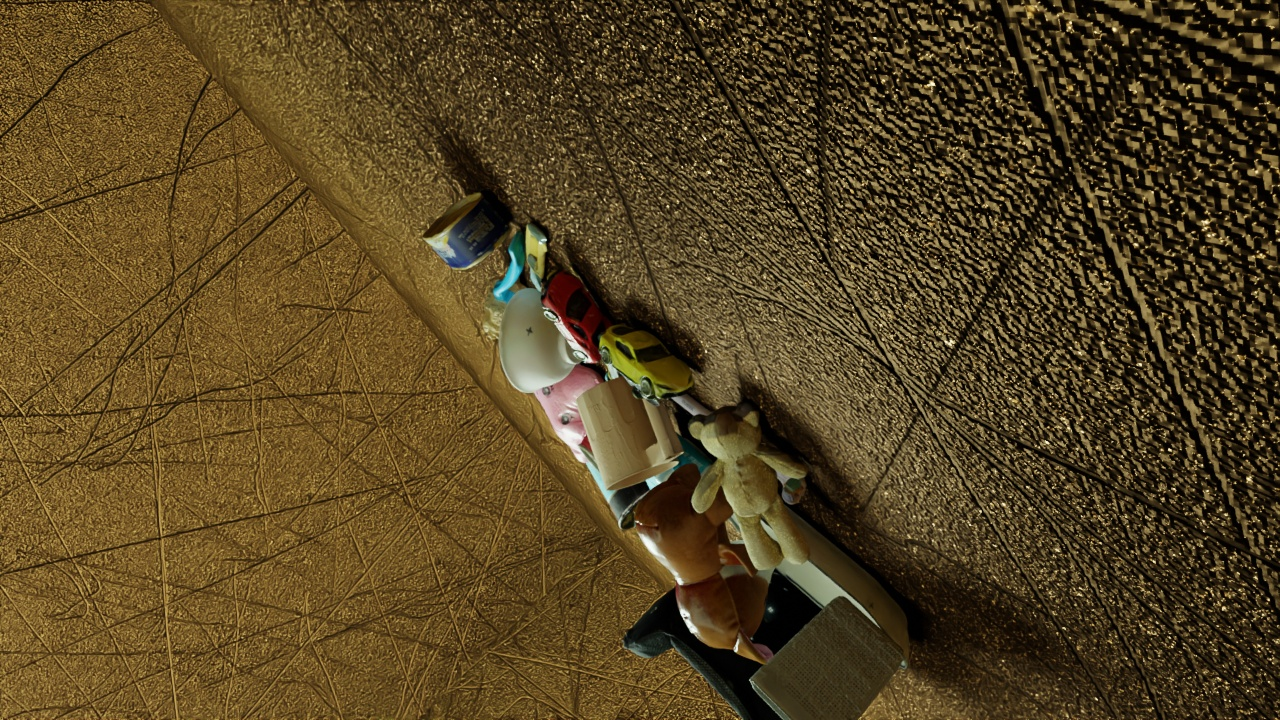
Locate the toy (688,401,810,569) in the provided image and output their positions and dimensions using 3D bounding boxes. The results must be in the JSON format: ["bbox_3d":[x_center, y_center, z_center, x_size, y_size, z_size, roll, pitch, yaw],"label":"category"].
[{"bbox_3d":[0.097,0.109,0.778,0.157,0.105,0.066,66,-154,-12],"label":"toy"}]

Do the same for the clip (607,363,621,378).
[{"bbox_3d":[-0.028,0.006,1.025,0.025,0.033,0.057,35,161,36],"label":"clip"}]

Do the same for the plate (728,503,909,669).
[{"bbox_3d":[0.173,0.204,0.933,0.266,0.034,0.162,38,165,36],"label":"plate"}]

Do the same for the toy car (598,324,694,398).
[{"bbox_3d":[0.006,-0.002,0.829,0.105,0.048,0.032,39,133,38],"label":"toy car"}]

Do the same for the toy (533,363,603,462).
[{"bbox_3d":[-0.093,0.042,1.233,0.194,0.074,0.179,58,148,4],"label":"toy"}]

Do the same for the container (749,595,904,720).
[{"bbox_3d":[0.172,0.284,0.831,0.090,0.114,0.090,42,168,24],"label":"container"}]

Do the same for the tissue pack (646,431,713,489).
[{"bbox_3d":[0.052,0.138,1.068,0.090,0.063,0.140,40,167,25],"label":"tissue pack"}]

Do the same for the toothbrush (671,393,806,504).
[{"bbox_3d":[0.081,0.070,0.855,0.021,0.029,0.189,5,-155,-45],"label":"toothbrush"}]

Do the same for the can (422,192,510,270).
[{"bbox_3d":[-0.187,-0.137,0.981,0.049,0.074,0.148,48,168,-19],"label":"can"}]

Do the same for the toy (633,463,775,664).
[{"bbox_3d":[0.074,0.203,0.915,0.140,0.130,0.199,-165,56,-72],"label":"toy"}]

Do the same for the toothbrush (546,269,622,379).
[{"bbox_3d":[-0.055,-0.031,1.008,0.016,0.015,0.190,30,160,41],"label":"toothbrush"}]

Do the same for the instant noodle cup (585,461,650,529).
[{"bbox_3d":[-0.018,0.161,1.314,0.120,0.111,0.111,51,171,24],"label":"instant noodle cup"}]

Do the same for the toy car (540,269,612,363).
[{"bbox_3d":[-0.060,-0.043,0.902,0.031,0.049,0.106,4,143,38],"label":"toy car"}]

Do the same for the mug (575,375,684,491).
[{"bbox_3d":[-0.007,0.070,0.970,0.125,0.084,0.103,-43,65,55],"label":"mug"}]

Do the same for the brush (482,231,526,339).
[{"bbox_3d":[-0.152,-0.088,1.060,0.046,0.083,0.255,24,161,-6],"label":"brush"}]

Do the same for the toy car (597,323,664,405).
[{"bbox_3d":[-0.005,0.005,0.896,0.090,0.035,0.042,54,169,-8],"label":"toy car"}]

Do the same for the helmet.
[{"bbox_3d":[0.132,0.351,1.093,0.233,0.230,0.275,54,179,7],"label":"helmet"}]

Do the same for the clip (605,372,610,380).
[{"bbox_3d":[-0.029,0.032,1.126,0.040,0.014,0.056,40,168,28],"label":"clip"}]

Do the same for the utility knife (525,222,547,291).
[{"bbox_3d":[-0.108,-0.106,0.965,0.031,0.021,0.207,52,173,4],"label":"utility knife"}]

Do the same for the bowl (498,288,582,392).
[{"bbox_3d":[-0.097,-0.022,1.021,0.065,0.118,0.118,1,144,27],"label":"bowl"}]

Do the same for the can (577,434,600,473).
[{"bbox_3d":[-0.022,0.092,1.100,0.066,0.093,0.066,44,168,12],"label":"can"}]
